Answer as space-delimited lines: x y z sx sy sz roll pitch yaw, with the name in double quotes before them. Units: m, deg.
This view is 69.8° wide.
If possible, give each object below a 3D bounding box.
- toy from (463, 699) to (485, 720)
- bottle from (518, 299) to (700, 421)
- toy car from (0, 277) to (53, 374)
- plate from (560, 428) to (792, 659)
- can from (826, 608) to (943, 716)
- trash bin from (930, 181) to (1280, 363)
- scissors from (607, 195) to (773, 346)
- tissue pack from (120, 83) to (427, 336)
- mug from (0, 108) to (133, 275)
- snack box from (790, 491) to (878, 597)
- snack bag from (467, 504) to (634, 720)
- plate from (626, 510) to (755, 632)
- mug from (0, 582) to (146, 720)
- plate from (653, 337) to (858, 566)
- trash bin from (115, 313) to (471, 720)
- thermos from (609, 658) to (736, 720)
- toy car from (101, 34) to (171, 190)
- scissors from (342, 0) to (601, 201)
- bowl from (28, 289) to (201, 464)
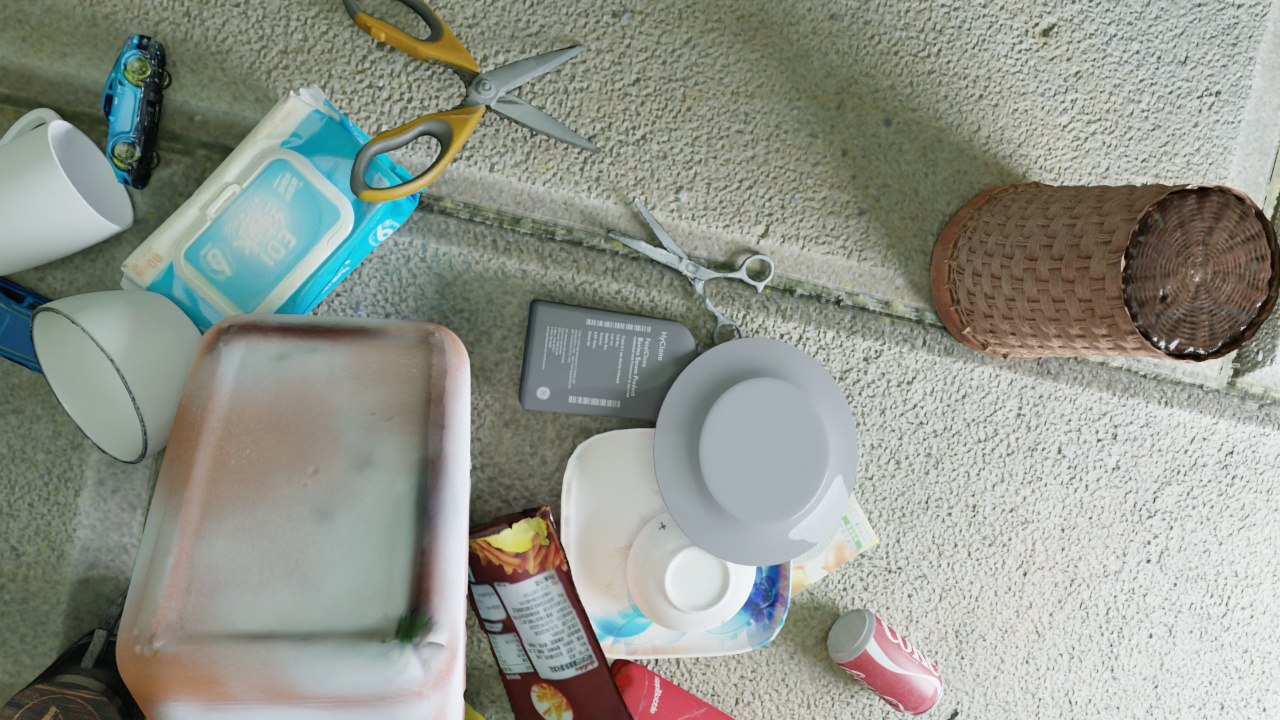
"toy" -0.217 0.327 0.700 0.149 0.084 0.214 33 89 9
"bottle" -0.004 0.004 0.726 0.173 0.046 0.084 7 94 -11
"toy car" -0.437 -0.026 0.641 0.120 0.043 0.056 27 90 -12
"plate" 0.029 0.145 0.735 0.187 0.016 0.187 0 96 -7
"can" 0.211 0.261 0.790 0.096 0.054 0.054 40 87 -12
"trash bin" 0.340 -0.067 0.701 0.151 0.210 0.151 -1 95 -10
"scissors" 0.041 -0.059 0.744 0.141 0.014 0.147 1 96 -14
"tissue pack" -0.266 -0.086 0.658 0.117 0.066 0.209 43 89 -11
"mug" -0.416 -0.120 0.626 0.087 0.081 0.114 -26 69 -1
"snack box" 0.098 0.138 0.769 0.168 0.027 0.132 -31 99 -6
"snack bag" -0.077 0.220 0.697 0.066 0.139 0.208 -18 88 -49
"plate" 0.042 0.166 0.716 0.104 0.026 0.104 -1 96 -7
"mug" -0.382 0.224 0.645 0.080 0.107 0.116 16 93 -12
"plate" 0.095 0.070 0.714 0.178 0.012 0.178 2 85 -20
"trash bin" -0.197 0.108 0.575 0.181 0.158 0.259 3 52 -10
"thermos" 0.065 0.332 0.760 0.240 0.073 0.073 33 89 -13
"toy car" -0.354 -0.173 0.639 0.032 0.048 0.105 8 95 -12
"scissors" -0.137 -0.191 0.664 0.225 0.016 0.228 30 64 -6
"bowl" -0.338 0.004 0.609 0.065 0.117 0.116 -40 105 -46
